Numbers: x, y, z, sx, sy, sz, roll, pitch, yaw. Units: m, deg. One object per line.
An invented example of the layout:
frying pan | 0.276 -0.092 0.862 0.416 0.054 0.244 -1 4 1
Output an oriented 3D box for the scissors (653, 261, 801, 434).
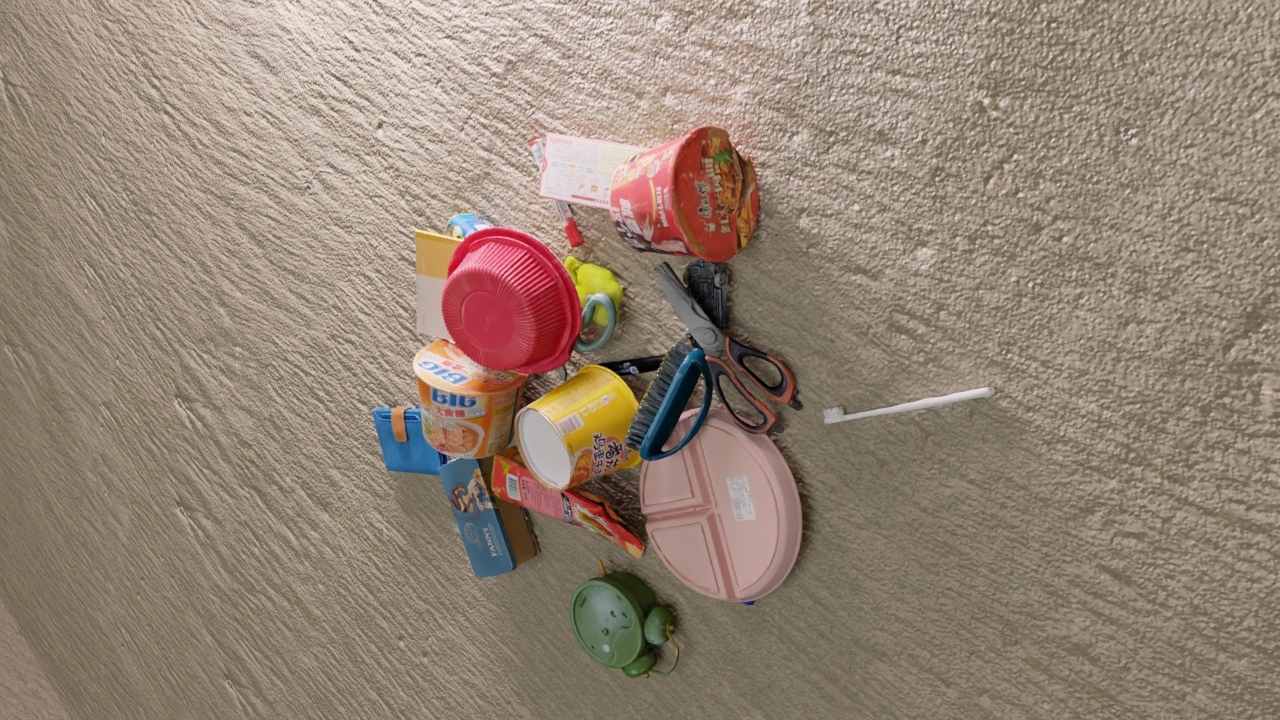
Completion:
scissors | 0.095 -0.024 0.993 0.182 0.015 0.209 0 96 8

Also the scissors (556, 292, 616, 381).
scissors | -0.112 -0.062 1.122 0.175 0.019 0.170 -30 100 37

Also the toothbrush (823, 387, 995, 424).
toothbrush | 0.264 0.043 0.917 0.181 0.016 0.016 -14 86 39

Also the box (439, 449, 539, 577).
box | -0.209 0.216 1.280 0.090 0.063 0.184 -24 84 38

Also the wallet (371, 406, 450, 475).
wallet | -0.344 0.120 1.376 0.133 0.040 0.106 -1 104 36

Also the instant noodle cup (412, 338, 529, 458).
instant noodle cup | -0.223 0.051 1.207 0.151 0.151 0.112 28 124 29

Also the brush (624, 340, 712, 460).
brush | 0.040 0.053 1.035 0.073 0.055 0.144 31 106 21

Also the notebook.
notebook | -0.196 -0.079 1.171 0.206 0.010 0.146 14 118 16

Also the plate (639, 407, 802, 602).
plate | 0.083 0.169 1.058 0.230 0.028 0.229 8 101 41

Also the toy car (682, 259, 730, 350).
toy car | 0.076 -0.062 1.022 0.049 0.031 0.106 7 110 32

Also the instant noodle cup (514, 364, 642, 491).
instant noodle cup | -0.077 0.088 1.102 0.138 0.109 0.138 28 130 39

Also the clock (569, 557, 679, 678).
clock | -0.018 0.337 1.169 0.161 0.056 0.116 37 121 25

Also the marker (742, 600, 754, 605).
marker | 0.132 0.214 1.053 0.017 0.016 0.146 17 110 33

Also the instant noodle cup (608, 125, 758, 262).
instant noodle cup | 0.040 -0.168 0.966 0.109 0.137 0.138 2 101 45

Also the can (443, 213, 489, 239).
can | -0.222 -0.132 1.214 0.083 0.057 0.102 40 121 25

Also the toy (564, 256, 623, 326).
toy | -0.063 -0.085 1.121 0.100 0.031 0.096 -15 94 42

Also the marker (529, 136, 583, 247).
marker | -0.104 -0.208 1.133 0.017 0.017 0.145 -26 84 38

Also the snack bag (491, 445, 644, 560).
snack bag | -0.096 0.179 1.170 0.208 0.073 0.129 21 154 33

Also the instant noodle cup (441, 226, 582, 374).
instant noodle cup | -0.167 -0.059 1.102 0.194 0.065 0.194 12 119 21

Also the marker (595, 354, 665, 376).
marker | -0.007 0.006 1.107 0.132 0.022 0.020 -9 102 38

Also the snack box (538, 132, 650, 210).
snack box | -0.046 -0.217 1.070 0.156 0.027 0.077 16 105 28
